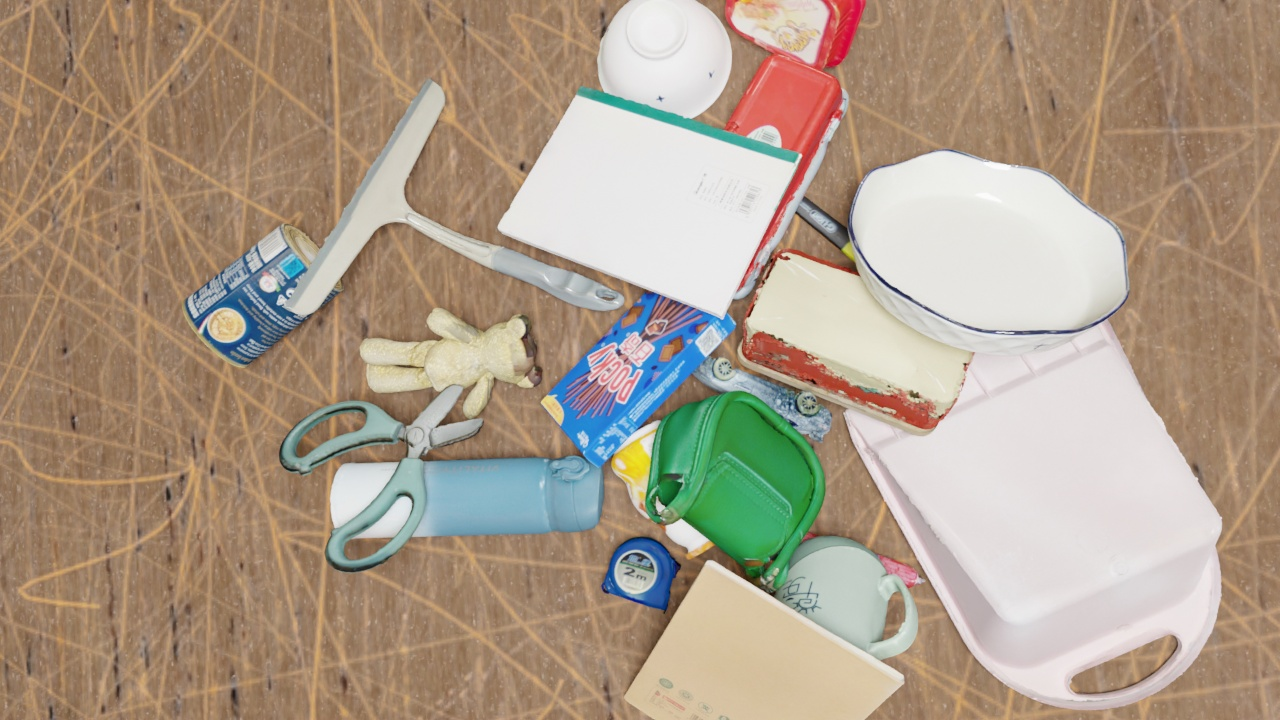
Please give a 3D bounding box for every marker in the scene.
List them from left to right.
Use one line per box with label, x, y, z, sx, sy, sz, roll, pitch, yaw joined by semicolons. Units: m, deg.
marker;0.164;-0.106;0.763;0.124;0.015;0.018;41;87;11

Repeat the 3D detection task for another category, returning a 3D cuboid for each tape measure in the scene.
tape measure;0.002;0.172;0.749;0.058;0.025;0.054;16;84;4

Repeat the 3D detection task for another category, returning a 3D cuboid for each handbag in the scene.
handbag;0.072;0.096;0.687;0.131;0.068;0.120;39;51;-24

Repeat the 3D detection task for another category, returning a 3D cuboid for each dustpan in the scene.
dustpan;0.317;0.124;0.725;0.222;0.139;0.273;-23;54;5

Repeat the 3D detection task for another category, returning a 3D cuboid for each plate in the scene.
plate;0.253;-0.080;0.688;0.205;0.046;0.204;2;48;-2

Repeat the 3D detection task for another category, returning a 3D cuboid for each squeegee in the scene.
squeegee;-0.128;-0.093;0.786;0.246;0.039;0.246;23;70;3

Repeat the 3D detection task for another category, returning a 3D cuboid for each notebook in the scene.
notebook;0.005;-0.135;0.744;0.209;0.012;0.150;23;78;21
notebook;0.078;0.240;0.669;0.148;0.008;0.208;30;133;9

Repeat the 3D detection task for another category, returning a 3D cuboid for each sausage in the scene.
sausage;0.151;0.153;0.736;0.156;0.020;0.020;16;86;9

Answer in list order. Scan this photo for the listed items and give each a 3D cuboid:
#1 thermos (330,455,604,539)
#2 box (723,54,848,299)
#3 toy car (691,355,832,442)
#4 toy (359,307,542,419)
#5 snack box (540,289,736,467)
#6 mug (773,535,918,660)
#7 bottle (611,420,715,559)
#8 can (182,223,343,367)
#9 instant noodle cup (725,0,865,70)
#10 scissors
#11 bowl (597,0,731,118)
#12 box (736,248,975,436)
thermos;-0.138;0.111;0.752;0.220;0.070;0.070;-3;84;7
box;0.097;-0.150;0.761;0.087;0.048;0.201;28;88;18
toy car;0.096;0.030;0.737;0.120;0.054;0.036;26;85;9
toy;-0.161;-0.002;0.773;0.157;0.066;0.105;-5;116;10
snack box;-0.004;0.004;0.741;0.157;0.026;0.084;-46;41;-1
mug;0.150;0.187;0.674;0.112;0.106;0.082;-18;116;35
bottle;0.024;0.104;0.733;0.063;0.063;0.108;-33;81;2
can;-0.320;-0.057;0.786;0.111;0.075;0.075;-38;81;2
instant noodle cup;0.144;-0.323;0.745;0.116;0.116;0.124;32;76;9
scissors;-0.217;0.073;0.734;0.178;0.019;0.173;28;74;21
bowl;0.017;-0.266;0.772;0.118;0.065;0.118;-1;84;6
box;0.166;-0.017;0.706;0.168;0.079;0.091;22;67;12
